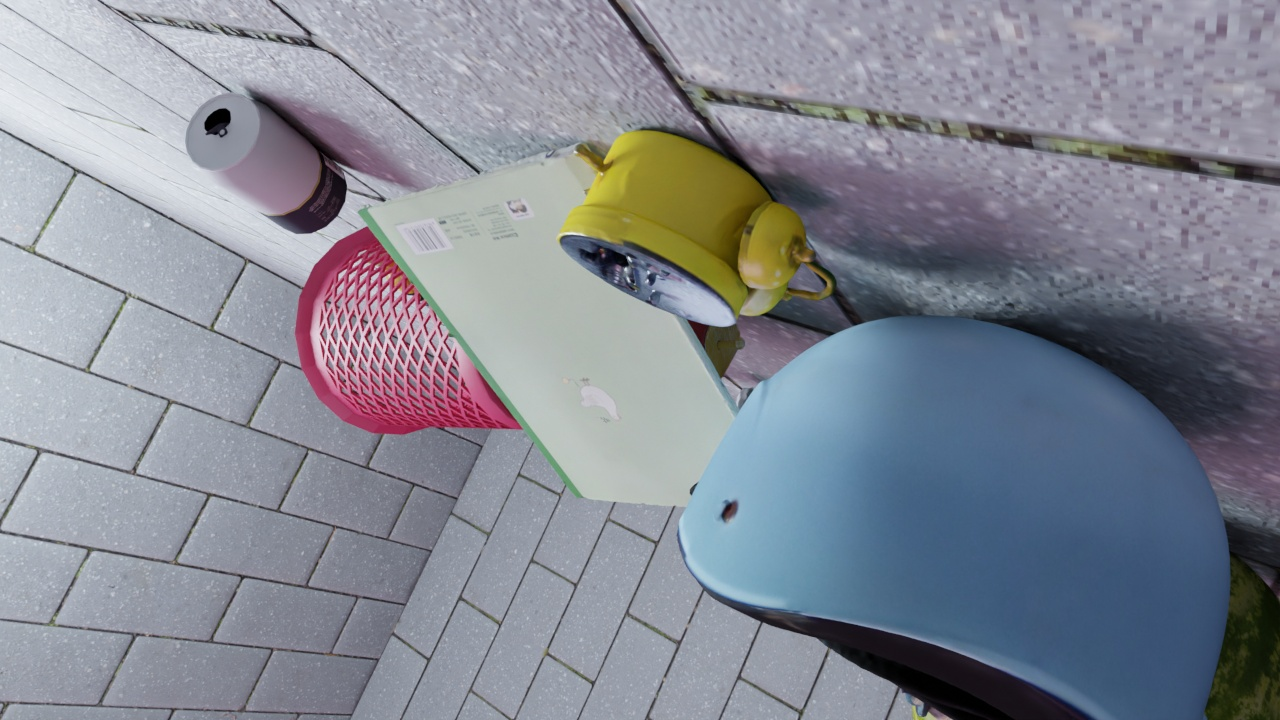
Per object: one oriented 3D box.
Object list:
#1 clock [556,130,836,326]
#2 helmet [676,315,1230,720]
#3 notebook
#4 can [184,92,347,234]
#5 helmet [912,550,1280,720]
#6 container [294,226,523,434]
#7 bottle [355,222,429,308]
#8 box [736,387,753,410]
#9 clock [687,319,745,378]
[{"bbox_3d":[0.024,-0.048,0.383,0.119,0.057,0.083,25,172,6],"label":"clock"},{"bbox_3d":[0.141,0.074,0.417,0.225,0.166,0.266,26,171,6],"label":"helmet"},{"bbox_3d":[-0.036,0.000,0.531,0.182,0.010,0.252,-4,130,40],"label":"notebook"},{"bbox_3d":[-0.269,-0.141,0.660,0.064,0.064,0.127,23,172,17],"label":"can"},{"bbox_3d":[0.296,0.206,0.580,0.214,0.246,0.243,-35,82,52],"label":"helmet"},{"bbox_3d":[-0.135,-0.021,0.717,0.183,0.183,0.226,31,163,-39],"label":"container"},{"bbox_3d":[-0.210,-0.082,0.915,0.053,0.053,0.186,21,171,31],"label":"bottle"},{"bbox_3d":[0.138,0.086,0.841,0.110,0.107,0.216,40,-177,39],"label":"box"},{"bbox_3d":[-0.016,-0.019,0.573,0.159,0.081,0.117,26,144,10],"label":"clock"}]
